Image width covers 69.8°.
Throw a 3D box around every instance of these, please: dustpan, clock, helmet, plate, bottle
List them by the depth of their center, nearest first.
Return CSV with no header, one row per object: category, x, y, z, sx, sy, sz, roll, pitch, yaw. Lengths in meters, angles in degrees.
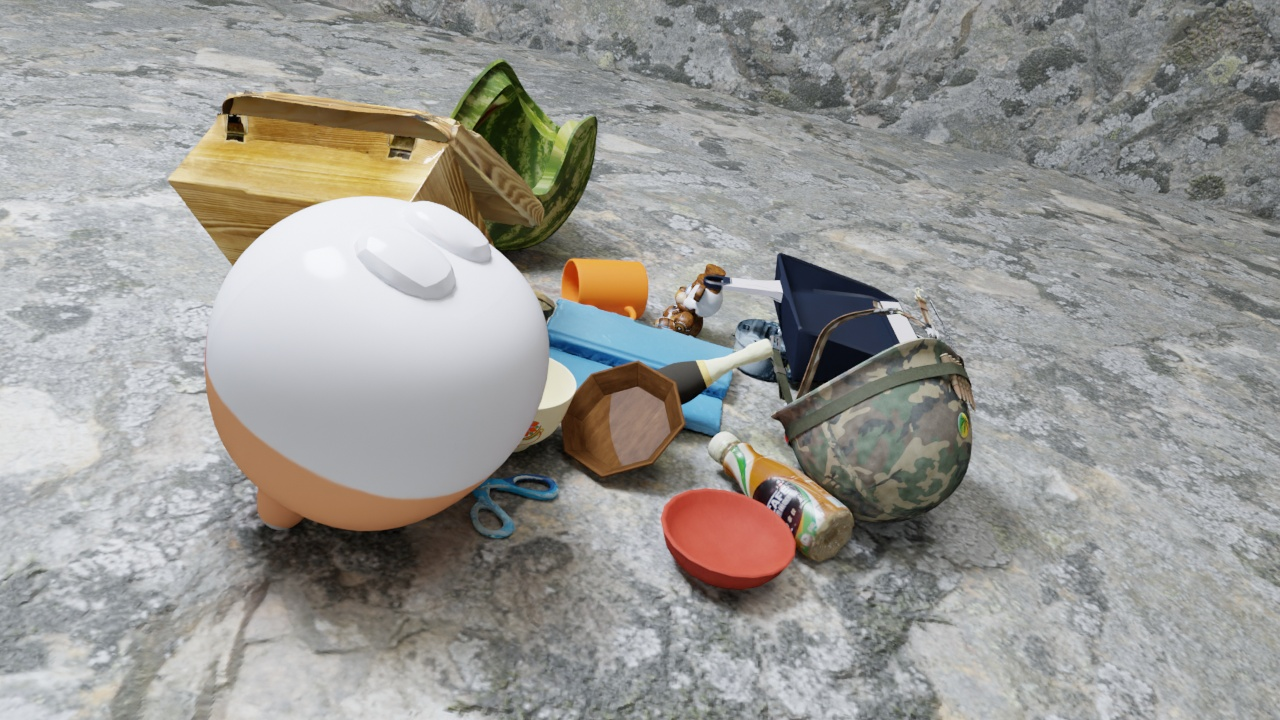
bottle,0.129,0.124,0.892,0.059,0.059,0.167,-10,35,-37
plate,-0.017,0.063,0.929,0.131,0.025,0.131,-8,55,12
helmet,0.236,0.045,0.934,0.223,0.193,0.236,-10,71,-51
bottle,0.054,0.019,0.983,0.184,0.045,0.045,-22,31,2
dustpan,0.214,-0.065,1.141,0.273,0.080,0.235,1,28,2
clock,0.175,-0.011,1.178,0.129,0.052,0.090,17,27,10
helmet,-0.190,-0.273,1.325,0.213,0.247,0.243,33,-9,5

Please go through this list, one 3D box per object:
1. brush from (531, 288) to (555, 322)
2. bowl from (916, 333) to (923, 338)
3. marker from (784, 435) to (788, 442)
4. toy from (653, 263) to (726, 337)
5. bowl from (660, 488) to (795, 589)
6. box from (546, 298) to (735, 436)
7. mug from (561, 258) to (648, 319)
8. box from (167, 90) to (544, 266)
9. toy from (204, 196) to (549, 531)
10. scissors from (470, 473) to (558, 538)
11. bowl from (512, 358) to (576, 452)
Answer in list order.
brush,-0.200,-0.069,1.128,0.195,0.059,0.043,6,39,-17
bowl,0.323,0.008,1.187,0.120,0.066,0.120,10,27,-5
marker,0.234,0.089,1.046,0.145,0.021,0.023,4,36,-15
toy,0.070,-0.075,1.200,0.067,0.113,0.087,28,29,6
bowl,0.075,0.165,0.820,0.122,0.035,0.121,10,27,-5
box,-0.006,0.006,1.081,0.231,0.034,0.174,16,33,-1
mug,-0.043,-0.082,1.204,0.095,0.078,0.112,0,42,-23
box,-0.282,-0.175,0.963,0.279,0.259,0.220,12,59,19
toy,-0.218,0.007,0.742,0.265,0.281,0.262,34,29,-2
scissors,-0.138,0.115,0.856,0.127,0.012,0.137,-12,34,-38
bowl,-0.128,0.048,0.915,0.118,0.074,0.117,10,27,-5
